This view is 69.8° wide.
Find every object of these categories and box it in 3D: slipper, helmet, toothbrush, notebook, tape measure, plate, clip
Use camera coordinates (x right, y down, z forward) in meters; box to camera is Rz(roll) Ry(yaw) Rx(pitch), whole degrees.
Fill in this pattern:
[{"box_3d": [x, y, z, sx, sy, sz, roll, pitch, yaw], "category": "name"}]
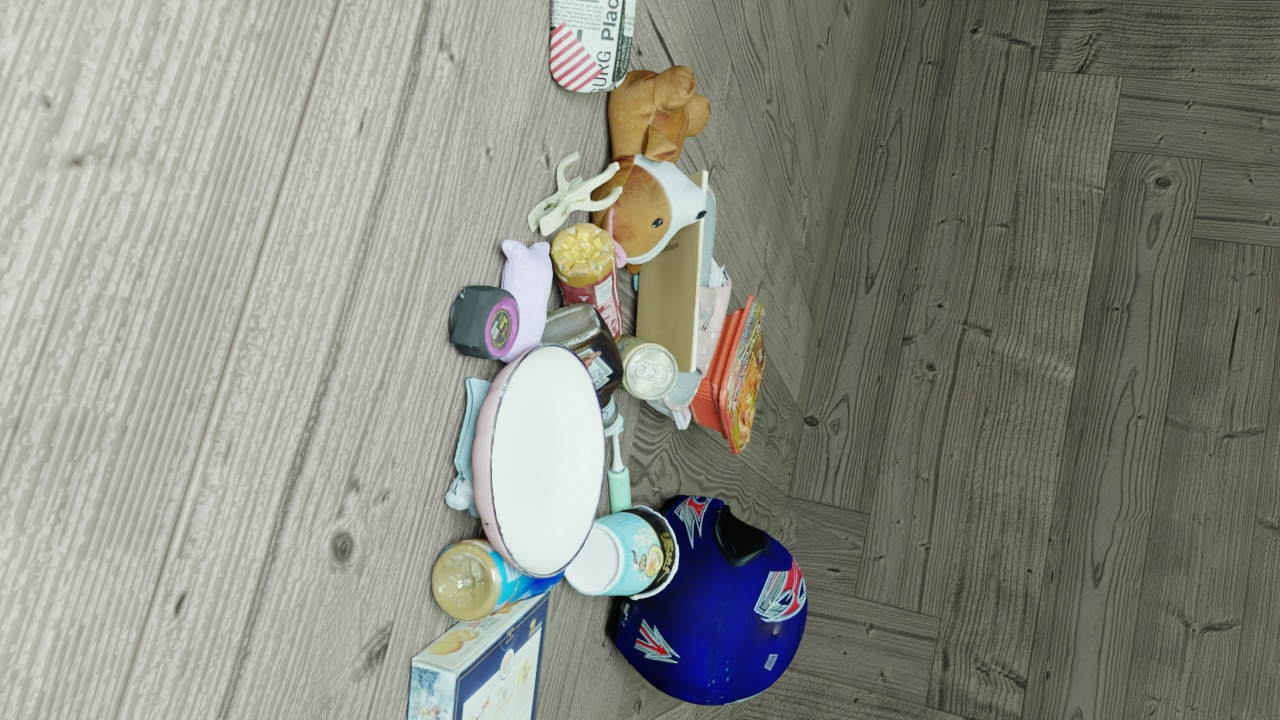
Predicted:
[{"box_3d": [0.063, -0.076, 1.071, 0.114, 0.054, 0.274, 13, 82, -55], "category": "slipper"}, {"box_3d": [0.109, 0.328, 1.265, 0.314, 0.240, 0.248, -43, 151, -65], "category": "helmet"}, {"box_3d": [-0.026, 0.159, 1.134, 0.027, 0.026, 0.225, -32, 135, -33], "category": "toothbrush"}, {"box_3d": [0.030, -0.091, 0.997, 0.148, 0.008, 0.207, 180, -86, -65], "category": "notebook"}, {"box_3d": [-0.121, -0.030, 0.704, 0.058, 0.039, 0.057, 30, 71, -66], "category": "tape measure"}, {"box_3d": [-0.087, 0.081, 0.759, 0.192, 0.039, 0.192, 0, 90, -66], "category": "plate"}, {"box_3d": [-0.050, -0.146, 0.815, 0.102, 0.094, 0.035, -77, 166, -47], "category": "clip"}]

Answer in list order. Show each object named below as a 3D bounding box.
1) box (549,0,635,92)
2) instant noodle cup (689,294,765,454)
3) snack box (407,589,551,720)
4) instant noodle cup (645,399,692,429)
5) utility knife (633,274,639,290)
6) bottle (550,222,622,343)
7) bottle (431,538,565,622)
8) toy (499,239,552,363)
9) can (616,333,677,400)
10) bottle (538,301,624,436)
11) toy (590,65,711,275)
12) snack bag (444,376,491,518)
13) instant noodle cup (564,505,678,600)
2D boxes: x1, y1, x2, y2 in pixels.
[{"box_3d": [-0.045, -0.310, 0.769, 0.087, 0.076, 0.163, -14, 119, -45], "category": "box"}, {"box_3d": [0.115, 0.019, 1.208, 0.189, 0.079, 0.164, 68, 37, -58], "category": "instant noodle cup"}, {"box_3d": [-0.144, 0.313, 0.819, 0.177, 0.046, 0.182, -23, 122, -69], "category": "snack box"}, {"box_3d": [0.038, -0.006, 1.184, 0.173, 0.060, 0.137, 72, 33, -59], "category": "instant noodle cup"}, {"box_3d": [0.023, -0.097, 1.151, 0.205, 0.021, 0.031, -22, 117, -77], "category": "utility knife"}, {"box_3d": [-0.047, -0.055, 0.869, 0.175, 0.057, 0.057, 86, 21, -60], "category": "bottle"}, {"box_3d": [-0.109, 0.183, 0.823, 0.218, 0.065, 0.065, 15, 86, -73], "category": "bottle"}, {"box_3d": [-0.099, -0.047, 0.762, 0.083, 0.039, 0.108, -8, 110, -72], "category": "toy"}, {"box_3d": [-0.006, 0.006, 0.965, 0.116, 0.058, 0.058, -157, -105, -70], "category": "can"}, {"box_3d": [-0.053, 0.018, 0.883, 0.195, 0.080, 0.044, 72, -4, -59], "category": "bottle"}, {"box_3d": [0.011, -0.183, 0.913, 0.140, 0.130, 0.199, 12, 98, -74], "category": "toy"}, {"box_3d": [-0.112, 0.085, 0.806, 0.191, 0.039, 0.110, 34, 72, -68], "category": "snack bag"}, {"box_3d": [-0.029, 0.222, 1.042, 0.120, 0.111, 0.111, 14, 86, -65], "category": "instant noodle cup"}]
